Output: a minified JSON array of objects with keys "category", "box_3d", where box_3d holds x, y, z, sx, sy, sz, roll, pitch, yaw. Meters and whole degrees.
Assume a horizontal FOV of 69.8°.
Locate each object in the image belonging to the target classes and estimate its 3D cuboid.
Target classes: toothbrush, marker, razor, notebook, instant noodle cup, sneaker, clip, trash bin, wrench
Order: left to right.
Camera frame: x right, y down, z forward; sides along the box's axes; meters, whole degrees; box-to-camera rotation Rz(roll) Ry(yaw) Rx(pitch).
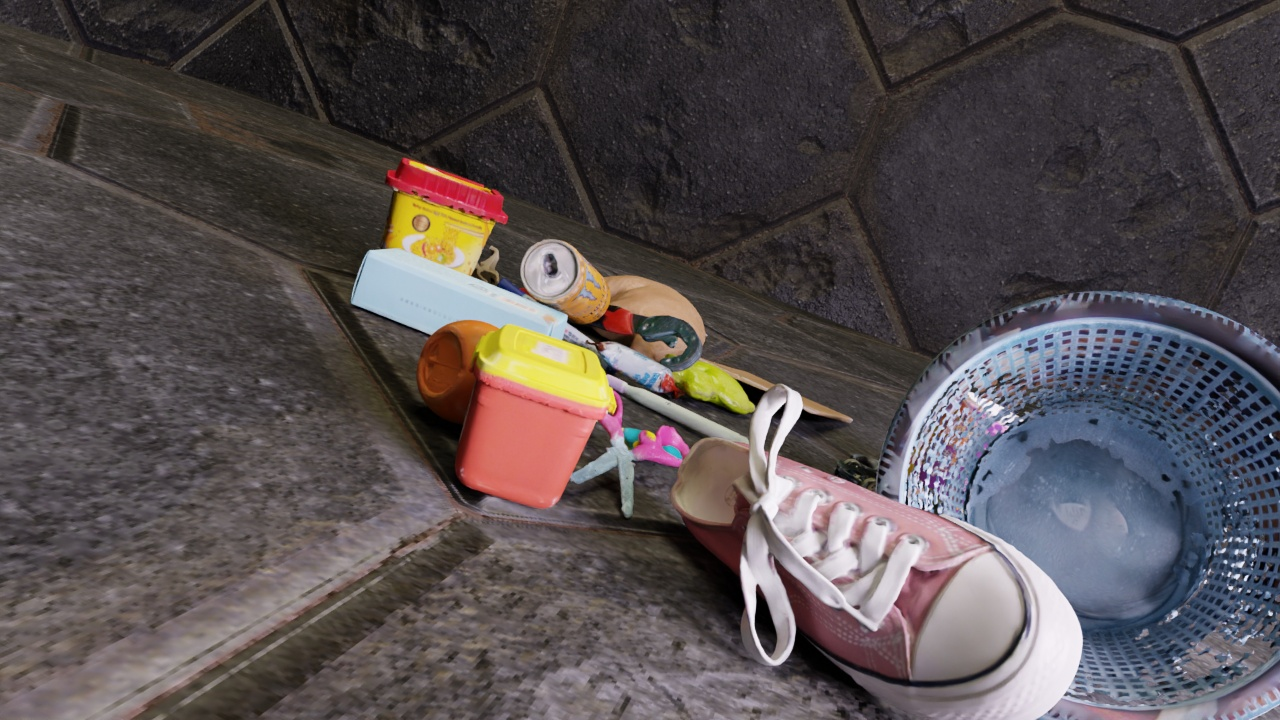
[{"category":"instant noodle cup","box_3d":[-0.200,-0.118,0.885,0.116,0.124,0.116,18,11,-19]},{"category":"clip","box_3d":[-0.160,-0.095,0.970,0.102,0.035,0.094,22,26,37]},{"category":"marker","box_3d":[-0.080,-0.034,0.899,0.146,0.017,0.017,35,13,7]},{"category":"wrench","box_3d":[-0.043,-0.042,0.957,0.274,0.056,0.016,19,-30,39]},{"category":"toothbrush","box_3d":[0.015,0.035,0.805,0.190,0.020,0.029,26,-13,30]},{"category":"razor","box_3d":[0.036,0.066,0.665,0.132,0.043,0.028,13,-32,-32]},{"category":"notebook","box_3d":[0.154,0.035,1.036,0.148,0.008,0.207,25,4,23]},{"category":"sneaker","box_3d":[0.083,0.087,0.438,0.088,0.118,0.241,35,-6,-36]},{"category":"instant noodle cup","box_3d":[0.300,0.090,0.819,0.111,0.099,0.111,26,17,-9]},{"category":"trash bin","box_3d":[0.271,0.093,0.550,0.227,0.226,0.195,26,-1,26]}]

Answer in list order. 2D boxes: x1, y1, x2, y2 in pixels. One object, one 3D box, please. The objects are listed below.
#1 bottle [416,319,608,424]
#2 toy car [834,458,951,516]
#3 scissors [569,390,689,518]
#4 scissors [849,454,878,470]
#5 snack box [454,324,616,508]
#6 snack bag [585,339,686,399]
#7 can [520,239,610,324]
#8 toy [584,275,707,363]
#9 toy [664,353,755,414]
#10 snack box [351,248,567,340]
[{"category":"bottle","box_3d":[-0.075,0.019,0.612,0.067,0.067,0.149,30,7,42]},{"category":"toy car","box_3d":[0.204,0.110,0.750,0.105,0.031,0.049,20,10,-14]},{"category":"scissors","box_3d":[-0.017,0.052,0.584,0.108,0.017,0.135,44,25,15]},{"category":"scissors","box_3d":[0.256,0.111,0.908,0.175,0.014,0.133,17,12,-36]},{"category":"snack box","box_3d":[-0.061,0.031,0.509,0.082,0.080,0.091,18,11,-9]},{"category":"snack bag","box_3d":[-0.005,0.005,0.859,0.105,0.026,0.045,29,2,-5]},{"category":"can","box_3d":[-0.069,-0.073,0.880,0.058,0.058,0.146,23,-2,10]},{"category":"toy","box_3d":[0.008,-0.037,1.018,0.143,0.083,0.226,-5,22,-20]},{"category":"toy","box_3d":[0.067,0.023,0.918,0.097,0.031,0.100,40,17,22]},{"category":"snack box","box_3d":[-0.154,-0.044,0.798,0.175,0.052,0.074,22,9,2]}]
